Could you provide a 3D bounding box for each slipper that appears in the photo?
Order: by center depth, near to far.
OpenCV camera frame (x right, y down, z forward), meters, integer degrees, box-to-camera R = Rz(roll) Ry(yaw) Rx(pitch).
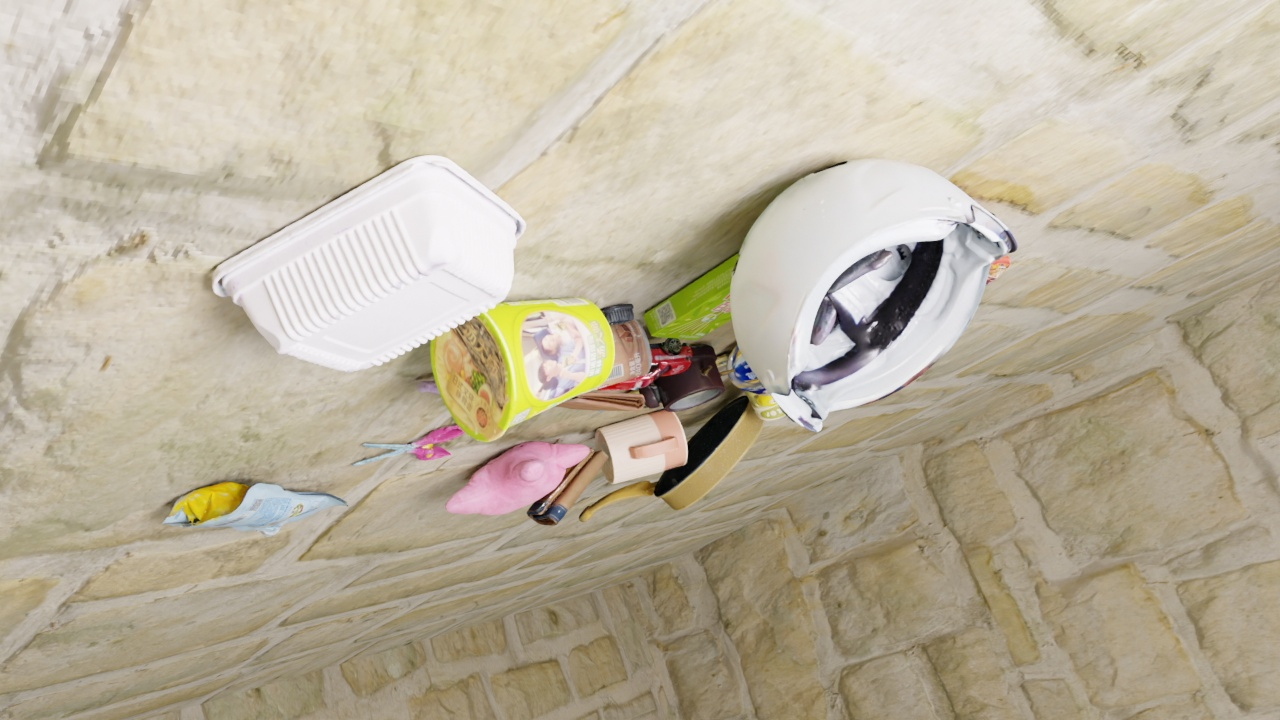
[{"bbox_3d":[0.180,0.035,1.220,0.092,0.081,0.190,-25,165,4],"label":"slipper"}]

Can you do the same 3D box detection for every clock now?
[{"bbox_3d":[0.045,0.027,1.075,0.122,0.055,0.082,-29,162,29],"label":"clock"}]

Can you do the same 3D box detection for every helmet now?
[{"bbox_3d":[0.169,-0.067,0.756,0.229,0.146,0.258,-47,152,18],"label":"helmet"}]

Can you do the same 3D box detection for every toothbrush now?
[{"bbox_3d":[-0.094,-0.021,0.830,0.189,0.017,0.014,-16,164,-11],"label":"toothbrush"}]

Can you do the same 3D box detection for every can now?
[{"bbox_3d":[-0.052,0.000,0.872,0.116,0.058,0.059,-17,162,-14],"label":"can"},{"bbox_3d":[0.173,-0.011,1.080,0.148,0.074,0.049,-30,157,25],"label":"can"}]

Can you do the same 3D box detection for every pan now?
[{"bbox_3d":[0.038,0.168,1.366,0.358,0.078,0.197,-44,-176,32],"label":"pan"}]

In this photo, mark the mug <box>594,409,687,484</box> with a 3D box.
[{"bbox_3d":[0.005,0.117,1.236,0.105,0.081,0.115,-14,-177,-17],"label":"mug"}]

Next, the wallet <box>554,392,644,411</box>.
[{"bbox_3d":[-0.069,0.043,0.988,0.101,0.020,0.115,-2,174,36],"label":"wallet"}]

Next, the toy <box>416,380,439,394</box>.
[{"bbox_3d":[-0.159,0.033,0.881,0.084,0.039,0.108,-5,167,5],"label":"toy"}]

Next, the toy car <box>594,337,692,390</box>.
[{"bbox_3d":[-0.006,0.005,0.943,0.120,0.045,0.053,-7,165,-11],"label":"toy car"}]

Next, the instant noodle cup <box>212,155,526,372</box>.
[{"bbox_3d":[-0.163,-0.049,0.591,0.174,0.060,0.138,-24,163,13],"label":"instant noodle cup"}]

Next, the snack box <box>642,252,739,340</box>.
[{"bbox_3d":[0.087,-0.067,0.885,0.157,0.026,0.085,-31,161,29],"label":"snack box"}]

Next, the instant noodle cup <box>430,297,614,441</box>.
[{"bbox_3d":[-0.089,-0.003,0.754,0.123,0.111,0.112,-16,164,-42],"label":"instant noodle cup"}]

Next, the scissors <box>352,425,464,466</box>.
[{"bbox_3d":[-0.246,0.093,1.003,0.131,0.017,0.133,-27,159,26],"label":"scissors"}]

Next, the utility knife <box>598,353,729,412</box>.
[{"bbox_3d":[0.033,0.026,1.135,0.188,0.020,0.031,-18,157,4],"label":"utility knife"}]

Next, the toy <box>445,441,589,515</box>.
[{"bbox_3d":[-0.159,0.152,1.191,0.195,0.074,0.178,-27,174,27],"label":"toy"}]

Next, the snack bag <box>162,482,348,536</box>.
[{"bbox_3d":[-0.404,0.160,0.979,0.110,0.039,0.191,-28,164,3],"label":"snack bag"}]

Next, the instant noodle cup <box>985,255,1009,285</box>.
[{"bbox_3d":[0.274,-0.082,0.973,0.188,0.079,0.165,-8,158,-38],"label":"instant noodle cup"}]

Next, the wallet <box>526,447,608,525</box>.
[{"bbox_3d":[-0.097,0.166,1.214,0.115,0.033,0.090,-49,-168,-22],"label":"wallet"}]
